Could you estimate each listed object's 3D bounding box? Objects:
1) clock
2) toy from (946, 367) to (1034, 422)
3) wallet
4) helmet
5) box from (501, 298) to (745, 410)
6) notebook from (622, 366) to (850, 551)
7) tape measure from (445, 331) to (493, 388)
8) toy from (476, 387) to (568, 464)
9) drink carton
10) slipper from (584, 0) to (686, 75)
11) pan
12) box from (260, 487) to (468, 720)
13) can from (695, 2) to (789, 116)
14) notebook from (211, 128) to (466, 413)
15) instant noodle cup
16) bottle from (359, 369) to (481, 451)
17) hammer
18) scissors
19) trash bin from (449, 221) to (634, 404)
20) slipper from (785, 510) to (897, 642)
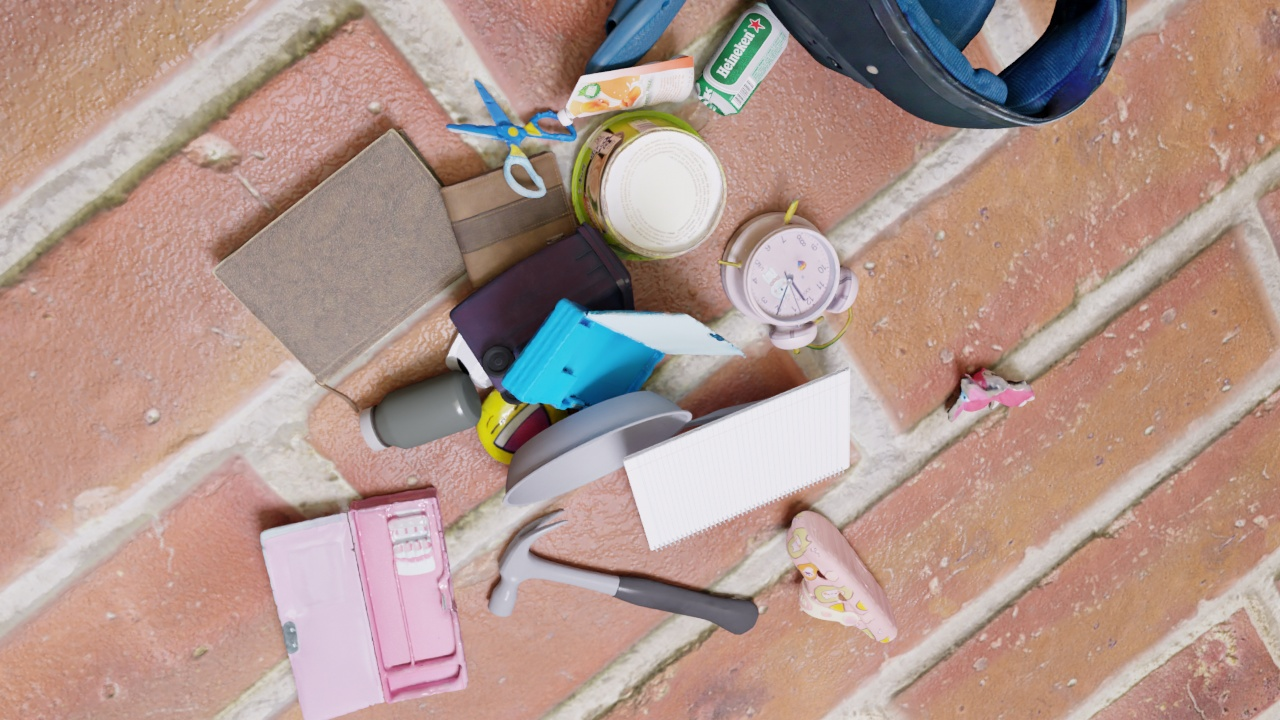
[{"bbox_3d":[0.158,-0.078,0.949,0.117,0.059,0.158,-41,111,1],"label":"clock"},{"bbox_3d":[0.398,0.035,1.050,0.102,0.050,0.066,0,142,-17],"label":"toy"},{"bbox_3d":[-0.120,-0.135,0.866,0.120,0.027,0.099,-26,108,-27],"label":"wallet"},{"bbox_3d":[0.242,-0.349,0.795,0.316,0.236,0.249,41,94,-22],"label":"helmet"},{"bbox_3d":[-0.012,-0.012,0.838,0.170,0.243,0.071,-26,76,13],"label":"box"},{"bbox_3d":[0.111,0.110,0.974,0.245,0.013,0.178,-22,138,-7],"label":"notebook"},{"bbox_3d":[-0.157,-0.009,0.916,0.064,0.017,0.065,31,97,-19],"label":"tape measure"},{"bbox_3d":[-0.120,0.062,0.933,0.095,0.041,0.094,-45,116,1],"label":"toy"},{"bbox_3d":[-0.014,-0.248,0.839,0.122,0.069,0.039,-20,77,-29],"label":"drink carton"},{"bbox_3d":[0.016,-0.339,0.817,0.059,0.103,0.214,38,97,-7],"label":"slipper"},{"bbox_3d":[0.021,0.068,0.933,0.355,0.201,0.050,-18,74,-28],"label":"pan"},{"bbox_3d":[-0.280,0.255,0.952,0.179,0.039,0.233,-8,108,-15],"label":"box"},{"bbox_3d":[0.097,-0.285,0.876,0.053,0.053,0.101,33,96,-20],"label":"can"},{"bbox_3d":[-0.254,-0.079,0.863,0.215,0.034,0.190,-37,112,-2],"label":"notebook"},{"bbox_3d":[0.013,-0.161,0.868,0.146,0.098,0.146,-4,107,-12],"label":"instant noodle cup"},{"bbox_3d":[-0.214,0.051,0.893,0.108,0.060,0.060,-19,110,7],"label":"bottle"},{"bbox_3d":[-0.006,0.253,1.023,0.310,0.029,0.125,18,102,-18],"label":"hammer"},{"bbox_3d":[-0.118,-0.202,0.849,0.125,0.015,0.127,1,70,-23],"label":"scissors"},{"bbox_3d":[-0.086,-0.045,0.861,0.160,0.094,0.092,-33,74,-8],"label":"trash bin"},{"bbox_3d":[0.219,0.257,1.055,0.082,0.093,0.197,-34,114,19],"label":"slipper"}]
